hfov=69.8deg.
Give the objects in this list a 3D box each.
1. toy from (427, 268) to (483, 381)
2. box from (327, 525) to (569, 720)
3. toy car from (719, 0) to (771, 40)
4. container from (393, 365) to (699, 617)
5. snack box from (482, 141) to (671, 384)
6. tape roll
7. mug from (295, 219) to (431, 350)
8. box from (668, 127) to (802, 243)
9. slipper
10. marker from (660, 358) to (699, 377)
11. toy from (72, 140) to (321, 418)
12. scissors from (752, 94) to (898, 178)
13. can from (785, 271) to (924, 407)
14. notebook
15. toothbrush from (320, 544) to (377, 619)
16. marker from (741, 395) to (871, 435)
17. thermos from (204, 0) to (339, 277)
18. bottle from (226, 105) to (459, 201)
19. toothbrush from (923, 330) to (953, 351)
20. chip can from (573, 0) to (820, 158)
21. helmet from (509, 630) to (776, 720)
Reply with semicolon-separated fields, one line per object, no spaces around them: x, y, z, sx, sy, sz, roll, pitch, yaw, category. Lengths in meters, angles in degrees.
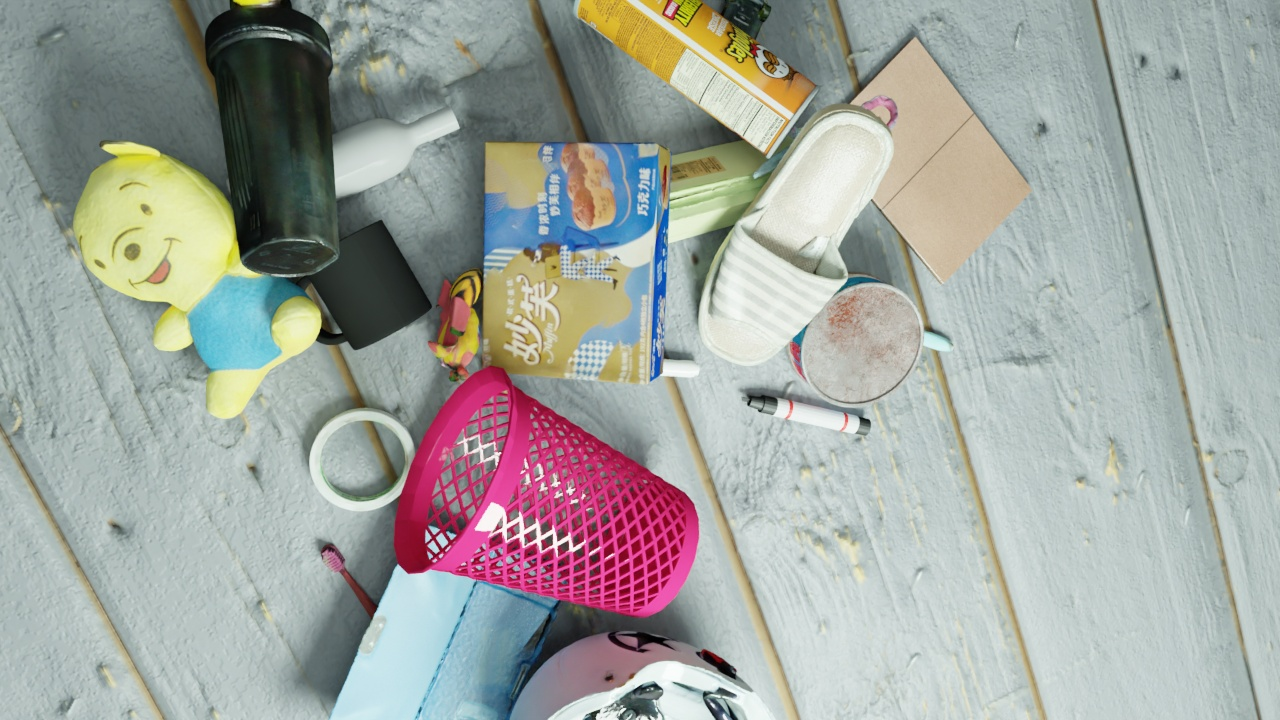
-0.163;-0.034;0.819;0.046;0.084;0.103;12;83;-10;toy
-0.183;0.279;0.867;0.176;0.048;0.231;27;85;-24;box
0.088;-0.306;0.862;0.042;0.036;0.091;22;93;-16;toy car
-0.072;0.135;0.818;0.225;0.183;0.183;28;90;-29;container
-0.056;-0.087;0.812;0.155;0.069;0.203;4;98;14;snack box
-0.255;0.091;0.846;0.093;0.018;0.094;-2;98;-14;tape roll
-0.252;-0.058;0.801;0.114;0.078;0.088;-23;105;18;mug
0.100;-0.165;0.869;0.187;0.077;0.090;-14;101;-13;box
0.137;-0.103;0.837;0.114;0.053;0.273;22;122;-5;slipper
-0.005;0.005;0.894;0.133;0.020;0.017;4;101;-15;marker
-0.364;-0.073;0.753;0.149;0.083;0.214;-36;107;19;toy
0.160;-0.221;0.863;0.170;0.013;0.172;-35;71;-18;scissors
0.214;-0.021;0.919;0.130;0.044;0.130;-4;111;-12;can
0.296;-0.202;0.945;0.141;0.008;0.209;-46;106;-4;notebook
-0.245;0.252;0.872;0.016;0.016;0.190;-33;104;-8;toothbrush
0.169;0.055;0.946;0.145;0.019;0.019;13;95;-16;marker
-0.283;-0.180;0.716;0.098;0.098;0.220;-7;75;-13;thermos
-0.250;-0.171;0.790;0.195;0.052;0.052;-26;103;-9;bottle
0.252;-0.038;0.955;0.180;0.016;0.016;17;97;-17;toothbrush
0.049;-0.272;0.807;0.215;0.075;0.075;36;88;1;chip can
-0.004;0.365;0.875;0.263;0.164;0.237;16;98;-22;helmet
